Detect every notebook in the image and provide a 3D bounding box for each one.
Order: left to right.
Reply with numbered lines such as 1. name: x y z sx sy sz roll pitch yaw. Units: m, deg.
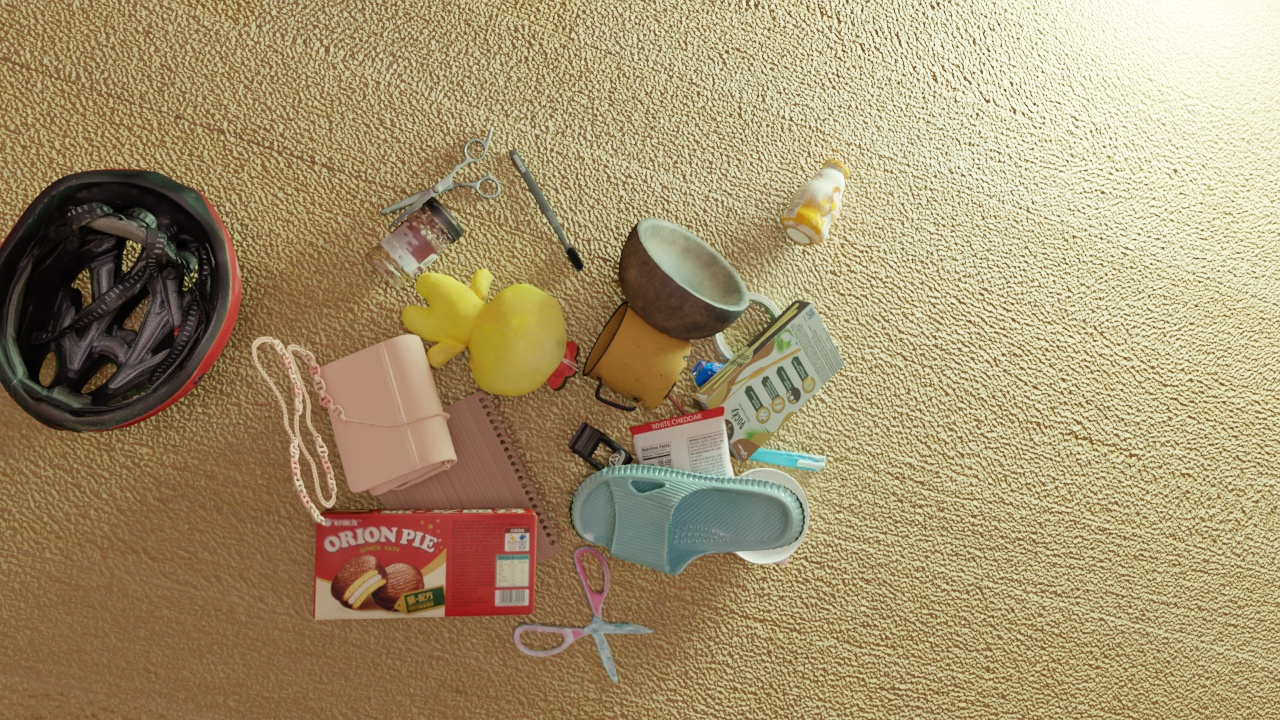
1. notebook: -0.202 0.160 1.065 0.169 0.022 0.210 -26 93 -12

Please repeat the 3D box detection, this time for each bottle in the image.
1. bottle: -0.257 -0.132 1.047 0.105 0.056 0.056 -43 96 -7
2. bottle: 0.224 -0.201 1.160 0.063 0.063 0.108 32 80 -9

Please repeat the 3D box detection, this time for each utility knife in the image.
1. utility knife: 0.162 0.119 1.152 0.148 0.015 0.022 12 107 -11

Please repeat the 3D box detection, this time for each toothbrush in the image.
1. toothbrush: -0.114 -0.182 1.110 0.012 0.013 0.167 -31 91 -13
2. toothbrush: 0.078 0.095 1.105 0.015 0.015 0.184 -35 72 -12

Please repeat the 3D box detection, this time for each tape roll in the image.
1. tape roll: 0.135 -0.038 1.153 0.093 0.018 0.094 1 86 -12

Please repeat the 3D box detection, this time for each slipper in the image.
1. slipper: 0.046 0.180 1.039 0.276 0.069 0.116 0 107 14

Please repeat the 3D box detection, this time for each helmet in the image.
1. helmet: -0.526 -0.058 0.931 0.217 0.167 0.271 25 82 -10

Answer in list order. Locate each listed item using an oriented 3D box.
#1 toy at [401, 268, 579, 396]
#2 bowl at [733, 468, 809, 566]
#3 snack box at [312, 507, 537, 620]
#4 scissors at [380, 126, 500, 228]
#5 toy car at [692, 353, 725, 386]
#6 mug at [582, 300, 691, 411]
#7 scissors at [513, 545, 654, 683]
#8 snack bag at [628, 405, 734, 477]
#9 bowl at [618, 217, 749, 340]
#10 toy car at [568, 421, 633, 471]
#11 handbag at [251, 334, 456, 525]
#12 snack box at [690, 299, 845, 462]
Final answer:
1. toy: -0.170 -0.034 1.052 0.208 0.092 0.133 22 83 9
2. bowl: 0.144 0.188 1.126 0.114 0.051 0.114 1 87 -13
3. snack box: -0.235 0.222 1.014 0.236 0.060 0.113 1 88 -11
4. scissors: -0.235 -0.217 1.083 0.159 0.014 0.120 -6 89 -16
5. toy car: 0.087 0.004 1.141 0.092 0.033 0.061 7 41 -30
6. mug: -0.007 0.007 1.074 0.094 0.101 0.123 30 60 -11
7. scissors: -0.073 0.312 1.092 0.174 0.013 0.170 -19 94 -14
8. snack bag: 0.058 0.137 1.088 0.131 0.039 0.144 -15 91 30
9. bowl: 0.043 -0.089 1.075 0.162 0.161 0.070 34 118 -9
10. toy car: -0.045 0.109 1.082 0.092 0.037 0.040 42 75 -41
11. handbag: -0.280 0.057 0.950 0.117 0.187 0.198 -23 73 7
12. snack box: 0.159 0.024 1.124 0.185 0.032 0.101 -42 117 -15
